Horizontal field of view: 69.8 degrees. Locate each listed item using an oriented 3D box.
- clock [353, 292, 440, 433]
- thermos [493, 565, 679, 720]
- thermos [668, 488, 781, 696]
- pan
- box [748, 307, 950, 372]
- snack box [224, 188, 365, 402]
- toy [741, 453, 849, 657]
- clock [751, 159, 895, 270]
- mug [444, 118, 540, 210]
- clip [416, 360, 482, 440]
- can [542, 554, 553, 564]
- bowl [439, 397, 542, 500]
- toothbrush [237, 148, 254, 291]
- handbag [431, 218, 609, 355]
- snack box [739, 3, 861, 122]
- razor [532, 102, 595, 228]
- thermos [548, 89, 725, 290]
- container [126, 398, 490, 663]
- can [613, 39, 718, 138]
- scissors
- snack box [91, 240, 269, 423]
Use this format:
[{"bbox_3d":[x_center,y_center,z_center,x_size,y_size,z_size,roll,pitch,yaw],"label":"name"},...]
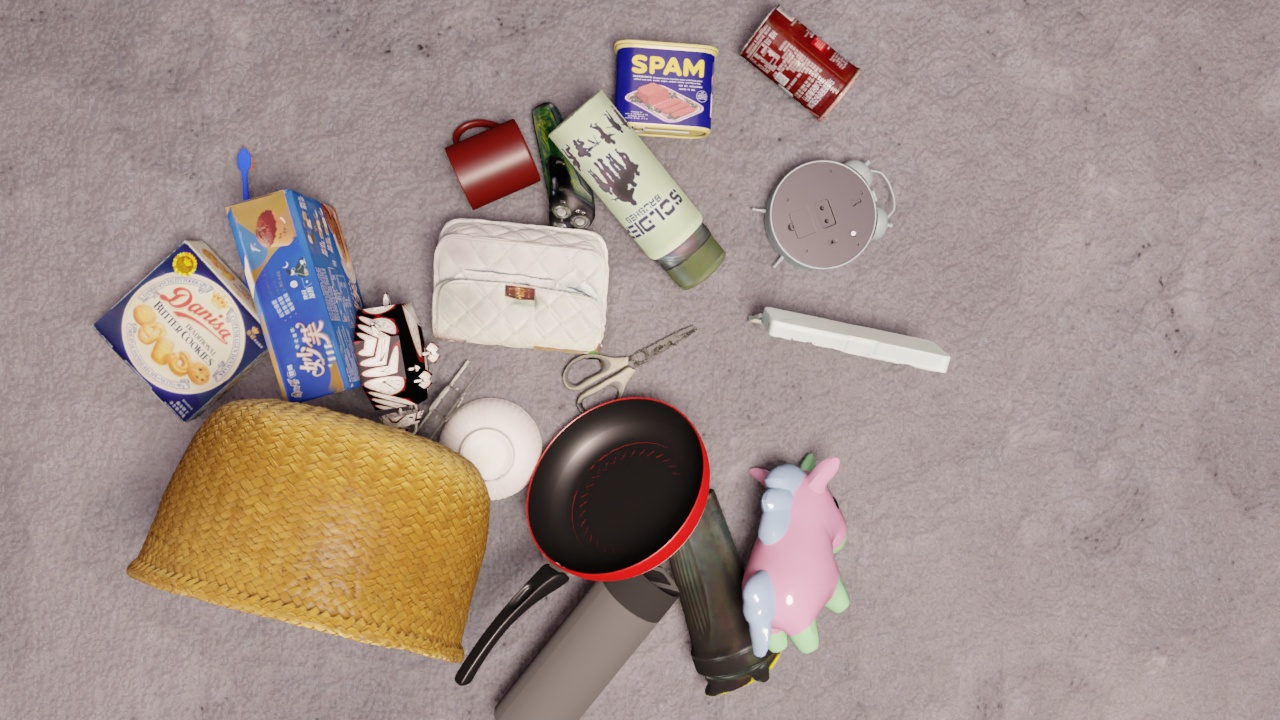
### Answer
[{"bbox_3d":[-0.252,0.011,0.983,0.065,0.114,0.155,-9,118,0],"label":"clock"},{"bbox_3d":[-0.058,0.320,1.014,0.082,0.082,0.240,37,98,-5],"label":"thermos"},{"bbox_3d":[0.085,0.260,1.039,0.098,0.098,0.221,-17,88,-4],"label":"thermos"},{"bbox_3d":[-0.066,0.193,0.966,0.355,0.209,0.067,-54,139,-15],"label":"pan"},{"bbox_3d":[0.226,-0.027,1.014,0.197,0.134,0.041,13,101,-5],"label":"box"},{"bbox_3d":[-0.343,-0.063,0.961,0.069,0.155,0.202,-16,93,-1],"label":"snack box"},{"bbox_3d":[0.162,0.211,1.003,0.221,0.120,0.171,-34,105,-47],"label":"toy"},{"bbox_3d":[0.217,-0.169,1.054,0.159,0.045,0.122,-21,93,-4],"label":"clock"},{"bbox_3d":[-0.168,-0.229,1.016,0.082,0.073,0.105,-24,64,-3],"label":"mug"},{"bbox_3d":[-0.209,0.052,1.027,0.050,0.058,0.102,35,90,-18],"label":"clip"},{"bbox_3d":[-0.063,0.206,1.042,0.096,0.054,0.054,-9,93,-4],"label":"can"},{"bbox_3d":[-0.170,0.102,1.026,0.118,0.062,0.118,0,92,-4],"label":"bowl"},{"bbox_3d":[-0.435,-0.143,1.023,0.016,0.018,0.182,-2,95,-1],"label":"toothbrush"},{"bbox_3d":[-0.132,-0.075,1.005,0.195,0.072,0.139,5,117,-3],"label":"handbag"},{"bbox_3d":[0.179,-0.334,1.032,0.121,0.072,0.072,37,89,-4],"label":"snack box"},{"bbox_3d":[-0.091,-0.215,1.020,0.054,0.067,0.151,-16,88,16],"label":"razor"},{"bbox_3d":[0.000,-0.179,1.009,0.082,0.082,0.231,-42,106,-2],"label":"thermos"},{"bbox_3d":[-0.296,0.162,0.895,0.307,0.307,0.196,17,74,-5],"label":"container"},{"bbox_3d":[0.026,-0.302,1.029,0.116,0.056,0.092,3,93,-4],"label":"can"},{"bbox_3d":[-0.016,-0.006,1.057,0.121,0.012,0.171,34,92,-7],"label":"scissors"},{"bbox_3d":[-0.490,-0.032,1.003,0.145,0.042,0.144,-42,94,4],"label":"snack box"}]
